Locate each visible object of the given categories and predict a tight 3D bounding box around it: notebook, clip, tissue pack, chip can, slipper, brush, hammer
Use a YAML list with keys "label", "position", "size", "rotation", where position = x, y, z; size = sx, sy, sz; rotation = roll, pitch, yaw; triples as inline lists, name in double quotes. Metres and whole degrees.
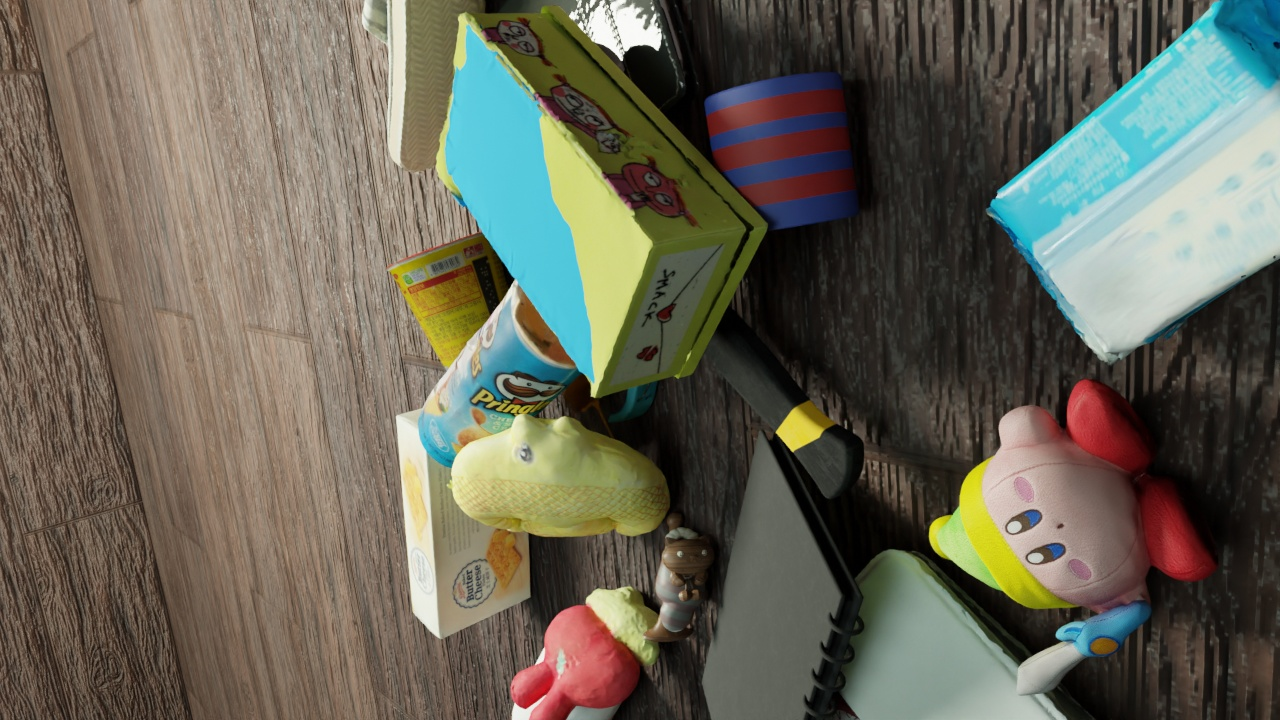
- label: "notebook"
  position: [0.081, 0.186, 0.582]
  size: [0.169, 0.019, 0.232]
  rotation: [-107, 23, -60]
- label: "clip"
  position: [-0.004, 0.007, 0.682]
  size: [0.120, 0.033, 0.119]
  rotation: [29, 120, 41]
- label: "tissue pack"
  position: [0.220, -0.071, 0.365]
  size: [0.093, 0.061, 0.145]
  rotation: [59, 141, 15]
- label: "chip can"
  position: [-0.102, 0.012, 0.688]
  size: [0.230, 0.079, 0.079]
  rotation: [-40, 72, 52]
- label: "notebook"
  position: [-0.046, -0.209, 0.656]
  size: [0.210, 0.029, 0.169]
  rotation: [-26, 81, 53]
- label: "slipper"
  position: [-0.164, -0.273, 0.715]
  size: [0.054, 0.114, 0.273]
  rotation: [27, 129, 13]
- label: "brush"
  position: [-0.050, 0.018, 0.744]
  size: [0.049, 0.017, 0.126]
  rotation: [-40, 72, 48]
- label: "hammer"
  position: [0.025, -0.043, 0.589]
  size: [0.324, 0.034, 0.170]
  rotation: [51, 138, 23]

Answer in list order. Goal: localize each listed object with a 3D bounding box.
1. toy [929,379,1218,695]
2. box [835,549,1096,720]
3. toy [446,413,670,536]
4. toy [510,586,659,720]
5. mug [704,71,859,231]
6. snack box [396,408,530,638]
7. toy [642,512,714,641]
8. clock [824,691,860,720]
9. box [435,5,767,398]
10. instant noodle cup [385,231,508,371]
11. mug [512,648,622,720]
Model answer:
- label: "toy"
  position: [0.198, 0.086, 0.447]
  size: [0.132, 0.096, 0.124]
  rotation: [-37, 80, 30]
- label: "box"
  position: [0.181, 0.198, 0.486]
  size: [0.118, 0.063, 0.213]
  rotation: [-48, 60, 13]
- label: "toy"
  position: [-0.063, 0.092, 0.688]
  size: [0.155, 0.170, 0.064]
  rotation: [84, -170, -51]
- label: "toy"
  position: [-0.042, 0.238, 0.731]
  size: [0.092, 0.135, 0.045]
  rotation: [34, 158, 37]
- label: "mug"
  position: [0.073, -0.114, 0.524]
  size: [0.112, 0.075, 0.076]
  rotation: [-159, 58, -75]
- label: "snack box"
  position: [-0.161, 0.139, 0.848]
  size: [0.057, 0.104, 0.208]
  rotation: [20, 117, 44]
- label: "toy"
  position: [0.029, 0.168, 0.687]
  size: [0.055, 0.041, 0.102]
  rotation: [-150, 62, -68]
- label: "clock"
  position: [0.137, 0.241, 0.582]
  size: [0.125, 0.044, 0.087]
  rotation: [0, 102, 48]
- label: "box"
  position: [-0.037, -0.100, 0.540]
  size: [0.221, 0.079, 0.125]
  rotation: [53, 140, 31]
- label: "instant noodle cup"
  position: [-0.153, -0.045, 0.791]
  size: [0.101, 0.100, 0.112]
  rotation: [-8, 104, 50]
- label: "mug"
  position: [-0.060, 0.291, 0.800]
  size: [0.082, 0.082, 0.106]
  rotation: [48, 133, 28]
